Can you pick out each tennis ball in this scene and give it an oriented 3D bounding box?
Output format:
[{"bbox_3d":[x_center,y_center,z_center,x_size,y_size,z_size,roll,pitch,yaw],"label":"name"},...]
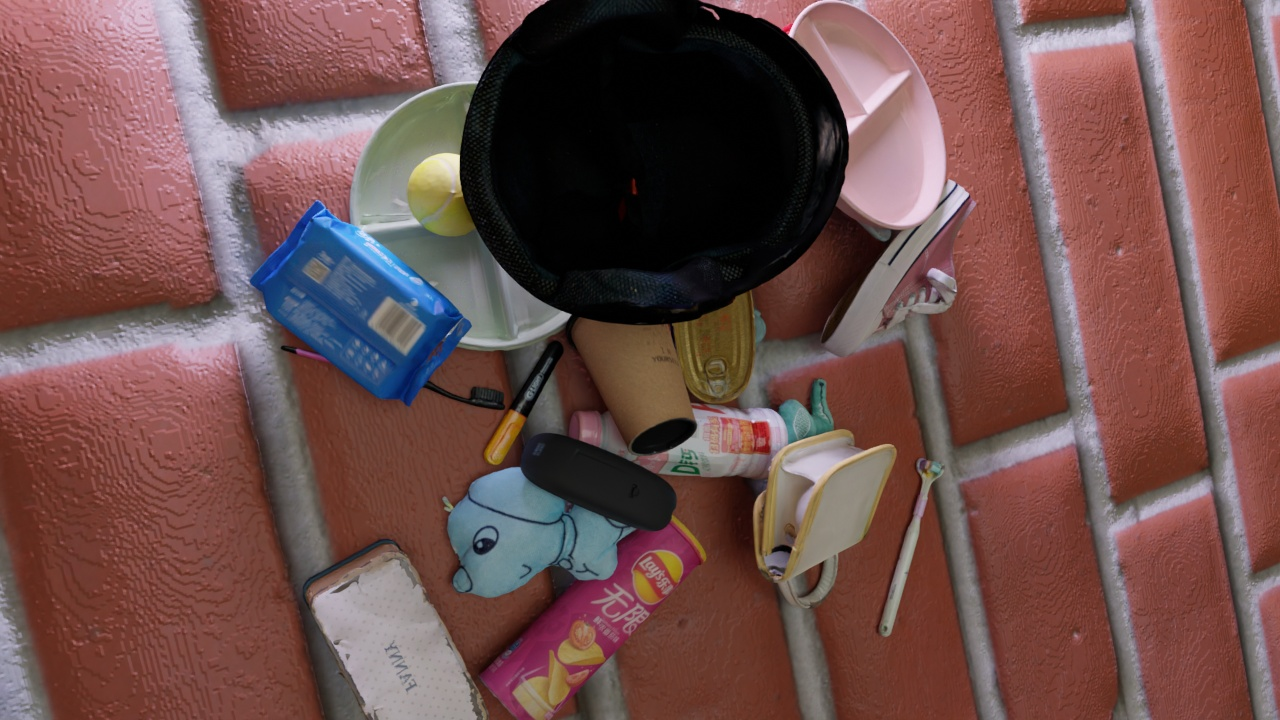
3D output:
[{"bbox_3d":[-0.152,-0.132,0.731,0.065,0.066,0.065,1,88,-23],"label":"tennis ball"}]

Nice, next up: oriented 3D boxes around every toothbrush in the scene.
[{"bbox_3d":[-0.201,0.012,0.765,0.189,0.014,0.017,17,72,-21],"label":"toothbrush"},{"bbox_3d":[0.279,0.195,0.957,0.020,0.029,0.189,32,75,-61],"label":"toothbrush"}]

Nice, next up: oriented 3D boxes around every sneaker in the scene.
[{"bbox_3d":[0.275,-0.080,0.920,0.088,0.118,0.240,41,67,5],"label":"sneaker"}]

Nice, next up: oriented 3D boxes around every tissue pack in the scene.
[{"bbox_3d":[-0.218,-0.043,0.719,0.157,0.052,0.095,39,103,-8],"label":"tissue pack"}]

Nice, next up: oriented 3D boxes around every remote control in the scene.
[{"bbox_3d":[-0.034,0.099,0.760,0.136,0.024,0.053,23,67,-2],"label":"remote control"}]

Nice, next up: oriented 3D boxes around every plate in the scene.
[{"bbox_3d":[-0.132,-0.122,0.790,0.230,0.027,0.230,0,89,-23],"label":"plate"},{"bbox_3d":[0.211,-0.230,0.872,0.229,0.028,0.229,13,69,-35],"label":"plate"}]

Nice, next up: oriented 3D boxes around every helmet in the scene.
[{"bbox_3d":[0.004,-0.146,0.686,0.274,0.230,0.233,-7,97,-9],"label":"helmet"}]

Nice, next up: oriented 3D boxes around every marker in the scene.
[{"bbox_3d":[-0.101,0.036,0.805,0.018,0.015,0.123,35,74,-23],"label":"marker"}]

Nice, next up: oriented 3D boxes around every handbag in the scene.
[{"bbox_3d":[0.162,0.158,0.865,0.163,0.063,0.179,-9,116,-50],"label":"handbag"}]

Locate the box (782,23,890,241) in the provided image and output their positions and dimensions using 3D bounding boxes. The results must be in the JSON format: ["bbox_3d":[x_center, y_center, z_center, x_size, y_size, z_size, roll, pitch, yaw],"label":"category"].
[{"bbox_3d":[0.187,-0.222,0.907,0.201,0.064,0.159,39,55,-18],"label":"box"}]

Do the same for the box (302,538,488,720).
[{"bbox_3d":[-0.199,0.231,0.735,0.089,0.063,0.184,-26,96,-22],"label":"box"}]

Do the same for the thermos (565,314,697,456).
[{"bbox_3d":[-0.005,0.005,0.780,0.093,0.093,0.143,-9,59,-23],"label":"thermos"}]

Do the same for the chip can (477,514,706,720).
[{"bbox_3d":[-0.039,0.221,0.794,0.210,0.071,0.071,-42,104,-18],"label":"chip can"}]

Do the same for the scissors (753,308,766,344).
[{"bbox_3d":[0.070,-0.099,0.857,0.176,0.019,0.172,38,98,-12],"label":"scissors"}]

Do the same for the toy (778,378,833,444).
[{"bbox_3d":[0.163,0.061,0.901,0.091,0.030,0.096,16,74,-44],"label":"toy"}]

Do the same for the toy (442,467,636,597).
[{"bbox_3d":[-0.089,0.139,0.777,0.156,0.050,0.161,29,81,5],"label":"toy"}]

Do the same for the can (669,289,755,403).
[{"bbox_3d":[0.063,-0.037,0.836,0.074,0.049,0.148,-8,105,-4],"label":"can"}]

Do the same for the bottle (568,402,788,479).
[{"bbox_3d":[0.034,0.072,0.835,0.196,0.068,0.068,4,87,-19],"label":"bottle"}]
